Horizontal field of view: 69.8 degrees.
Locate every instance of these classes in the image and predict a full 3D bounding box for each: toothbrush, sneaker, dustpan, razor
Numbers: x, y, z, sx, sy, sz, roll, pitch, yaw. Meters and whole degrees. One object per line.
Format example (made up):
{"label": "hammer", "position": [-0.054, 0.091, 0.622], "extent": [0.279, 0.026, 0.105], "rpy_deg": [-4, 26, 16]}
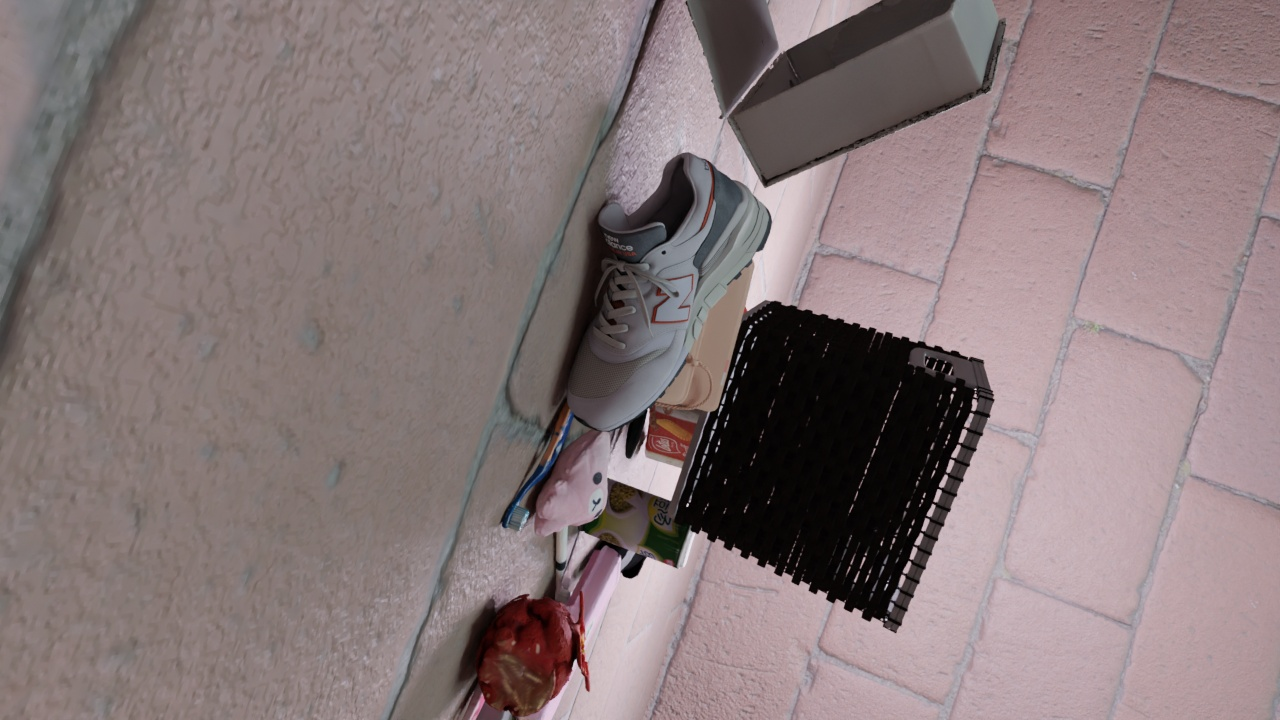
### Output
{"label": "toothbrush", "position": [-0.078, 0.202, 0.935], "extent": [0.187, 0.017, 0.012], "rpy_deg": [97, 17, -49]}
{"label": "sneaker", "position": [0.001, -0.066, 0.727], "extent": [0.239, 0.089, 0.124], "rpy_deg": [-53, 140, -8]}
{"label": "toothbrush", "position": [-0.151, 0.309, 0.768], "extent": [0.134, 0.016, 0.022], "rpy_deg": [-57, 164, -49]}
{"label": "dustpan", "position": [-0.149, 0.368, 0.847], "extent": [0.257, 0.033, 0.163], "rpy_deg": [-67, 172, -68]}
{"label": "toothbrush", "position": [-0.077, 0.081, 0.749], "extent": [0.022, 0.017, 0.134], "rpy_deg": [96, 17, -55]}
{"label": "razor", "position": [-0.031, 0.247, 1.149], "extent": [0.156, 0.057, 0.060], "rpy_deg": [26, 55, -71]}

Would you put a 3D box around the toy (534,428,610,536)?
{"label": "toy", "position": [-0.060, 0.116, 0.804], "extent": [0.095, 0.053, 0.099], "rpy_deg": [-40, 146, -46]}

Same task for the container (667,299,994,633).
{"label": "container", "position": [0.197, 0.086, 0.964], "extent": [0.246, 0.244, 0.246], "rpy_deg": [-30, 139, -70]}

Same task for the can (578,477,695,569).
{"label": "can", "position": [0.001, 0.177, 1.004], "extent": [0.067, 0.121, 0.067], "rpy_deg": [20, 89, -79]}

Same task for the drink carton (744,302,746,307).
{"label": "drink carton", "position": [0.062, -0.014, 0.960], "extent": [0.058, 0.041, 0.122], "rpy_deg": [-137, -118, -65]}

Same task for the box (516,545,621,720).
{"label": "box", "position": [-0.077, 0.309, 0.980], "extent": [0.154, 0.041, 0.200], "rpy_deg": [98, 17, -53]}

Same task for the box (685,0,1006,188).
{"label": "box", "position": [0.032, -0.275, 0.667], "extent": [0.166, 0.446, 0.165], "rpy_deg": [-57, 172, -50]}

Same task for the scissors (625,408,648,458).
{"label": "scissors", "position": [0.002, 0.038, 1.043], "extent": [0.118, 0.019, 0.148], "rpy_deg": [68, 37, -80]}

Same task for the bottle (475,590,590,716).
{"label": "bottle", "position": [-0.086, 0.244, 0.772], "extent": [0.111, 0.099, 0.099], "rpy_deg": [36, 73, -83]}

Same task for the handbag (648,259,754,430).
{"label": "handbag", "position": [0.006, -0.032, 0.891], "extent": [0.187, 0.116, 0.199], "rpy_deg": [-162, -95, -68]}

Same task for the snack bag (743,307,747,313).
{"label": "snack bag", "position": [0.076, -0.033, 1.075], "extent": [0.176, 0.082, 0.082], "rpy_deg": [-24, 133, -58]}

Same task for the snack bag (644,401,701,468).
{"label": "snack bag", "position": [0.047, 0.082, 1.122], "extent": [0.226, 0.077, 0.041], "rpy_deg": [97, 10, -66]}
